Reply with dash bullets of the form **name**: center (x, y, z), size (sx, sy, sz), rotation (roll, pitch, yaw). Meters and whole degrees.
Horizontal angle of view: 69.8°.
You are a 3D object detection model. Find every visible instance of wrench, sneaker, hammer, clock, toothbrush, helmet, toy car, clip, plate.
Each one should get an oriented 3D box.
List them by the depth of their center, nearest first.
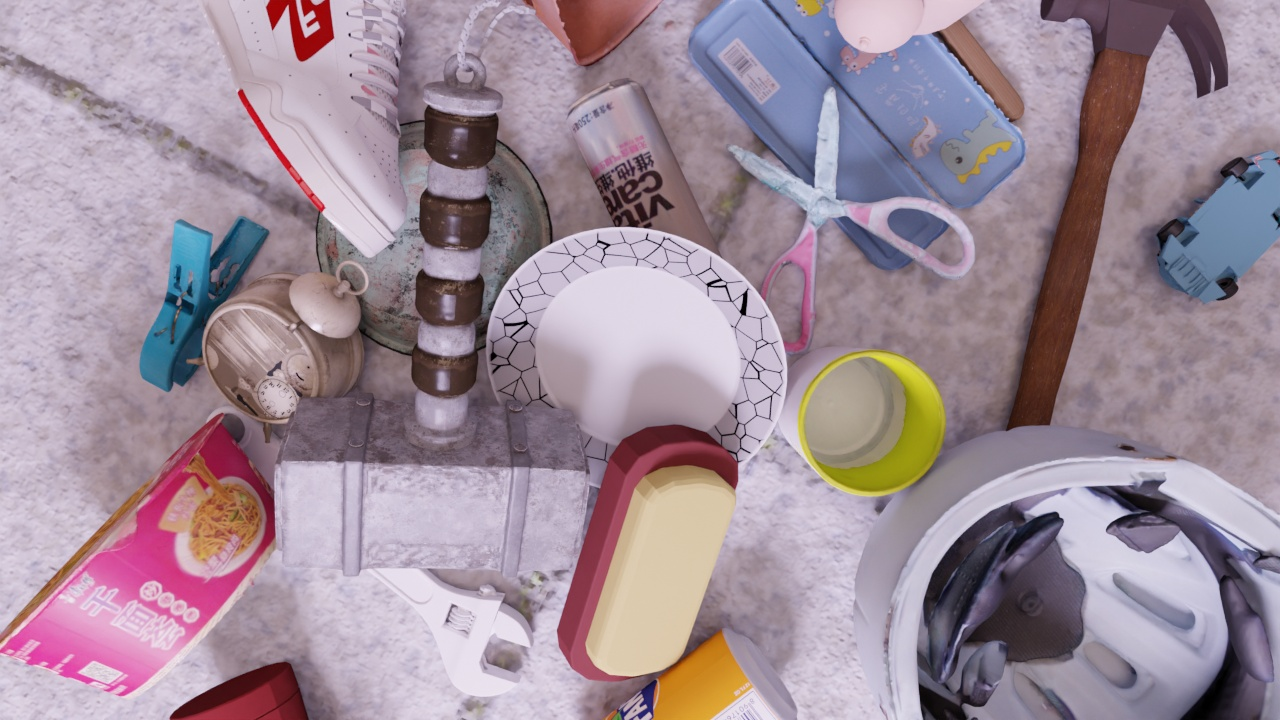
- **hammer**: center (-0.107, -0.028, 0.506), size (0.176, 0.079, 0.327), rotation (3, 116, -13)
- **clock**: center (0.167, -0.267, 0.538), size (0.160, 0.086, 0.131), rotation (-29, 94, -14)
- **helmet**: center (0.248, 0.157, 0.539), size (0.264, 0.163, 0.237), rotation (35, 97, -8)
- **sneaker**: center (-0.180, -0.179, 0.546), size (0.104, 0.090, 0.236), rotation (-30, 71, -2)
- **clock**: center (-0.215, -0.014, 0.567), size (0.141, 0.054, 0.093), rotation (-38, 99, 26)
- **plate**: center (-0.004, 0.003, 0.578), size (0.189, 0.016, 0.189), rotation (5, 119, 9)
- **hammer**: center (0.284, -0.086, 0.590), size (0.115, 0.033, 0.323), rotation (13, 94, 2)
- **toy car**: center (0.374, -0.085, 0.590), size (0.107, 0.027, 0.060), rotation (-43, 92, -7)
- **toothbrush**: center (0.194, -0.222, 0.592), size (0.016, 0.016, 0.167), rotation (-39, 94, 0)
- **clip**: center (-0.285, -0.038, 0.598), size (0.027, 0.103, 0.120), rotation (29, 100, 3)
- **wrench**: center (-0.183, 0.124, 0.616), size (0.273, 0.018, 0.066), rotation (40, 93, 0)

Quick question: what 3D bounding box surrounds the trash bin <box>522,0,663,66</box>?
- **trash bin**: center (0.000, -0.322, 0.507), size (0.260, 0.181, 0.157), rotation (-45, 90, 3)

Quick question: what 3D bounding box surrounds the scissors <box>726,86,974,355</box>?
- **scissors**: center (0.132, -0.085, 0.582), size (0.173, 0.013, 0.170), rotation (5, 101, 14)

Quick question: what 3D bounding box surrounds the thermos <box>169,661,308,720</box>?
- **thermos**: center (-0.222, 0.302, 0.586), size (0.108, 0.083, 0.198), rotation (-19, 91, 39)

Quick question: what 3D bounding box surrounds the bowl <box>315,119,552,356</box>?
- **bowl**: center (-0.137, -0.079, 0.592), size (0.157, 0.038, 0.157), rotation (0, 93, 1)

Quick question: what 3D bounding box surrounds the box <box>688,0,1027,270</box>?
- **box**: center (0.140, -0.169, 0.594), size (0.125, 0.021, 0.209), rotation (-43, 93, 1)

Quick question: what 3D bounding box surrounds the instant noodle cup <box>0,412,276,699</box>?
- **instant noodle cup**: center (-0.286, 0.122, 0.549), size (0.178, 0.178, 0.077), rotation (-44, 108, 3)

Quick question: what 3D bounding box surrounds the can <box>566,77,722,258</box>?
- **can**: center (0.003, -0.106, 0.581), size (0.054, 0.054, 0.135), rotation (-25, 92, 2)

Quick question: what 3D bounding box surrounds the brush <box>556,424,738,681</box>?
- **brush**: center (0.008, 0.126, 0.569), size (0.082, 0.042, 0.173), rotation (7, 109, -31)

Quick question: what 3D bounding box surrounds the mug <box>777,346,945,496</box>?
- **mug**: center (0.129, 0.033, 0.561), size (0.082, 0.106, 0.082), rotation (0, 93, 0)

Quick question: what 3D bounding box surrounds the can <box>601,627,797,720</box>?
- **can**: center (0.026, 0.243, 0.588), size (0.142, 0.079, 0.079), rotation (-38, 92, 3)
